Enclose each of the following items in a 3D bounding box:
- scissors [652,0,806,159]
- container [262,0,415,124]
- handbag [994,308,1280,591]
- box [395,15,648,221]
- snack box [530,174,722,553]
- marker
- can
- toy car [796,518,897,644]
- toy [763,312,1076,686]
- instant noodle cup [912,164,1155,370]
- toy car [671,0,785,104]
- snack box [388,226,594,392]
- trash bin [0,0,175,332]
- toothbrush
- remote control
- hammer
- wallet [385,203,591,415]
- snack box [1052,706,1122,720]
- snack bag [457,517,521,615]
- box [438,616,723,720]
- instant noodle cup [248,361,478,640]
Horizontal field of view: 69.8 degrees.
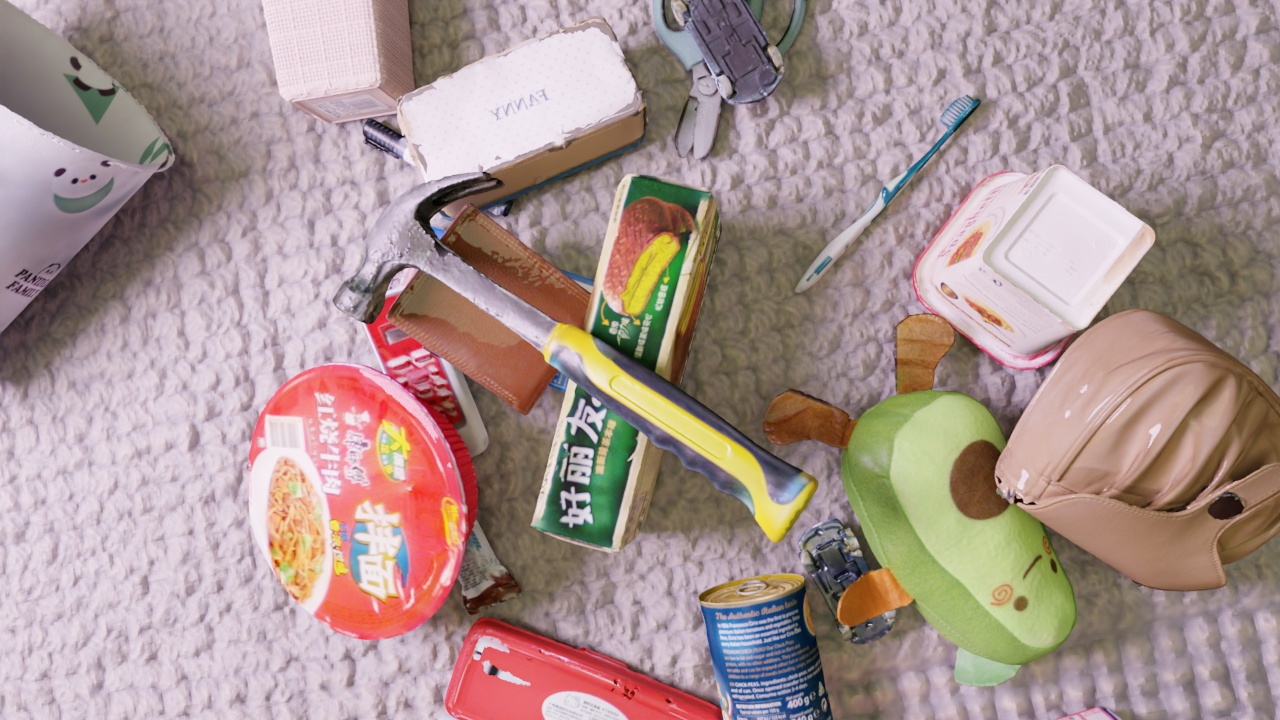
[{"bbox_3d":[0.070,-0.227,0.679,0.139,0.019,0.180,4,87,5],"label":"scissors"},{"bbox_3d":[-0.220,-0.241,0.675,0.090,0.090,0.111,-7,90,5],"label":"container"},{"bbox_3d":[0.324,0.067,0.564,0.204,0.099,0.148,29,110,-29],"label":"handbag"},{"bbox_3d":[-0.090,-0.171,0.663,0.184,0.059,0.089,-21,79,0],"label":"box"},{"bbox_3d":[-0.004,0.004,0.629,0.063,0.114,0.240,14,90,9],"label":"snack box"},{"bbox_3d":[-0.155,-0.146,0.700,0.131,0.018,0.023,31,115,6],"label":"marker"},{"bbox_3d":[0.087,0.211,0.631,0.075,0.075,0.111,-12,87,5],"label":"can"},{"bbox_3d":[0.144,0.156,0.649,0.043,0.034,0.090,-30,87,1],"label":"toy car"},{"bbox_3d":[0.205,0.097,0.613,0.226,0.090,0.246,-33,88,-18],"label":"toy"},{"bbox_3d":[0.258,-0.065,0.600,0.116,0.124,0.116,38,91,6],"label":"instant noodle cup"},{"bbox_3d":[0.063,-0.229,0.655,0.049,0.031,0.105,-29,84,5],"label":"toy car"},{"bbox_3d":[-0.109,-0.040,0.685,0.157,0.026,0.084,19,91,6],"label":"snack box"},{"bbox_3d":[-0.507,-0.119,0.639,0.229,0.229,0.252,44,98,6],"label":"trash bin"},{"bbox_3d":[0.176,-0.121,0.666,0.018,0.016,0.191,44,92,16],"label":"toothbrush"},{"bbox_3d":[-0.159,0.012,0.673,0.056,0.020,0.136,-17,101,15],"label":"remote control"},{"bbox_3d":[-0.036,-0.005,0.560,0.323,0.032,0.126,33,95,14],"label":"hammer"},{"bbox_3d":[-0.101,-0.035,0.644,0.124,0.032,0.101,36,92,-10],"label":"wallet"},{"bbox_3d":[0.234,0.297,0.622,0.207,0.058,0.057,-19,86,5],"label":"snack box"},{"bbox_3d":[-0.129,0.135,0.680,0.045,0.026,0.105,-26,86,4],"label":"snack bag"},{"bbox_3d":[-0.053,0.289,0.662,0.201,0.038,0.158,19,90,5],"label":"box"},{"bbox_3d":[-0.186,0.093,0.649,0.194,0.065,0.194,4,99,24],"label":"instant noodle cup"}]
